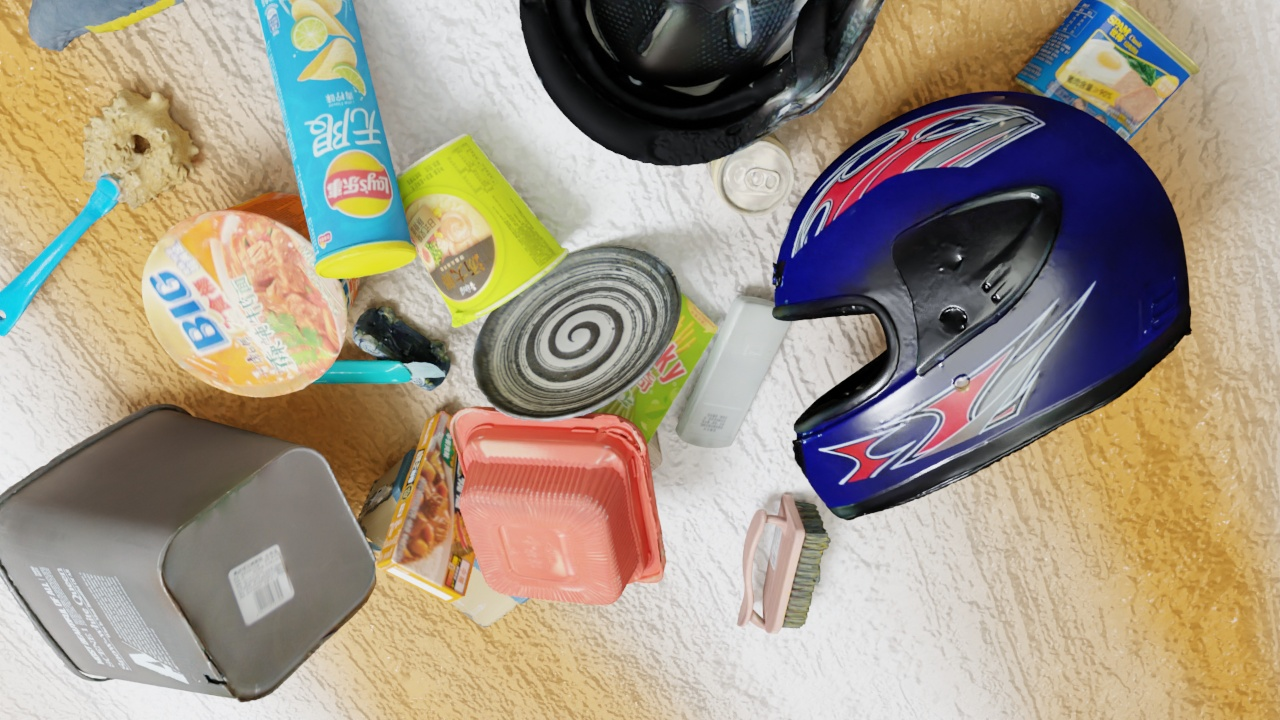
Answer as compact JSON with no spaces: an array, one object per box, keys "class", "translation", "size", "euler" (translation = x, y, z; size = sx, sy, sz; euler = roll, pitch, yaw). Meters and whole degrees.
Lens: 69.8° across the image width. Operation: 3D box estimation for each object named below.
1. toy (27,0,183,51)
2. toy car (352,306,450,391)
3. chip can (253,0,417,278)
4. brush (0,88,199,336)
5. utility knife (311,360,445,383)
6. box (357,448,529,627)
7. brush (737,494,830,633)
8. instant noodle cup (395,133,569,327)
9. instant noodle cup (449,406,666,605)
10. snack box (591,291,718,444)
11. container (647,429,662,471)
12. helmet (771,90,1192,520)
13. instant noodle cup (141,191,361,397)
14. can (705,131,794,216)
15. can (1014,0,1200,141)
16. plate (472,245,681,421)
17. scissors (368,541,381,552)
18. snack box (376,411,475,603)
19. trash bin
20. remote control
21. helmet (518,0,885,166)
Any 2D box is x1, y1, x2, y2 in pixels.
[{"class":"toy","translation":[-0.316,-0.344,0.619],"size":[0.138,0.091,0.357],"euler":[38,110,12]},{"class":"toy car","translation":[-0.209,-0.009,0.800],"size":[0.090,0.042,0.034],"euler":[37,143,-22]},{"class":"chip can","translation":[-0.219,-0.168,0.658],"size":[0.071,0.071,0.210],"euler":[-14,87,5]},{"class":"brush","translation":[-0.452,-0.111,0.737],"size":[0.255,0.045,0.083],"euler":[-43,113,11]},{"class":"utility knife","translation":[-0.249,0.010,0.794],"size":[0.182,0.013,0.029],"euler":[0,133,20]},{"class":"box","translation":[-0.173,0.171,0.860],"size":[0.061,0.089,0.184],"euler":[-42,112,15]},{"class":"brush","translation":[0.134,0.207,0.898],"size":[0.073,0.063,0.146],"euler":[4,117,-8]},{"class":"instant noodle cup","translation":[-0.136,-0.107,0.724],"size":[0.112,0.111,0.123],"euler":[-30,104,12]},{"class":"instant noodle cup","translation":[-0.070,0.126,0.735],"size":[0.165,0.078,0.189],"euler":[1,125,16]},{"class":"snack box","translation":[-0.005,0.004,0.764],"size":[0.086,0.026,0.156],"euler":[43,63,-19]},{"class":"container","translation":[-0.047,0.077,0.819],"size":[0.111,0.090,0.090],"euler":[-36,111,11]},{"class":"helmet","translation":[0.217,-0.055,0.680],"size":[0.316,0.247,0.240],"euler":[-34,84,17]},{"class":"instant noodle cup","translation":[-0.296,-0.062,0.733],"size":[0.151,0.111,0.151],"euler":[0,115,-1]},{"class":"can","translation":[0.080,-0.151,0.696],"size":[0.058,0.116,0.059],"euler":[0,115,-1]},{"class":"can","translation":[0.354,-0.219,0.704],"size":[0.102,0.057,0.083],"euler":[32,113,-15]},{"class":"plate","translation":[-0.049,-0.021,0.731],"size":[0.179,0.179,0.024],"euler":[-22,136,9]},{"class":"scissors","translation":[-0.232,0.177,0.839],"size":[0.073,0.137,0.017],"euler":[37,81,10]},{"class":"snack box","translation":[-0.171,0.126,0.799],"size":[0.026,0.153,0.075],"euler":[-29,128,36]},{"class":"trash bin","translation":[-0.358,0.157,0.742],"size":[0.220,0.198,0.199],"euler":[1,120,35]},{"class":"remote control","translation":[0.082,0.012,0.821],"size":[0.058,0.021,0.150],"euler":[11,116,-27]},{"class":"helmet","translation":[0.050,-0.280,0.614],"size":[0.230,0.156,0.275],"euler":[30,121,-12]}]
